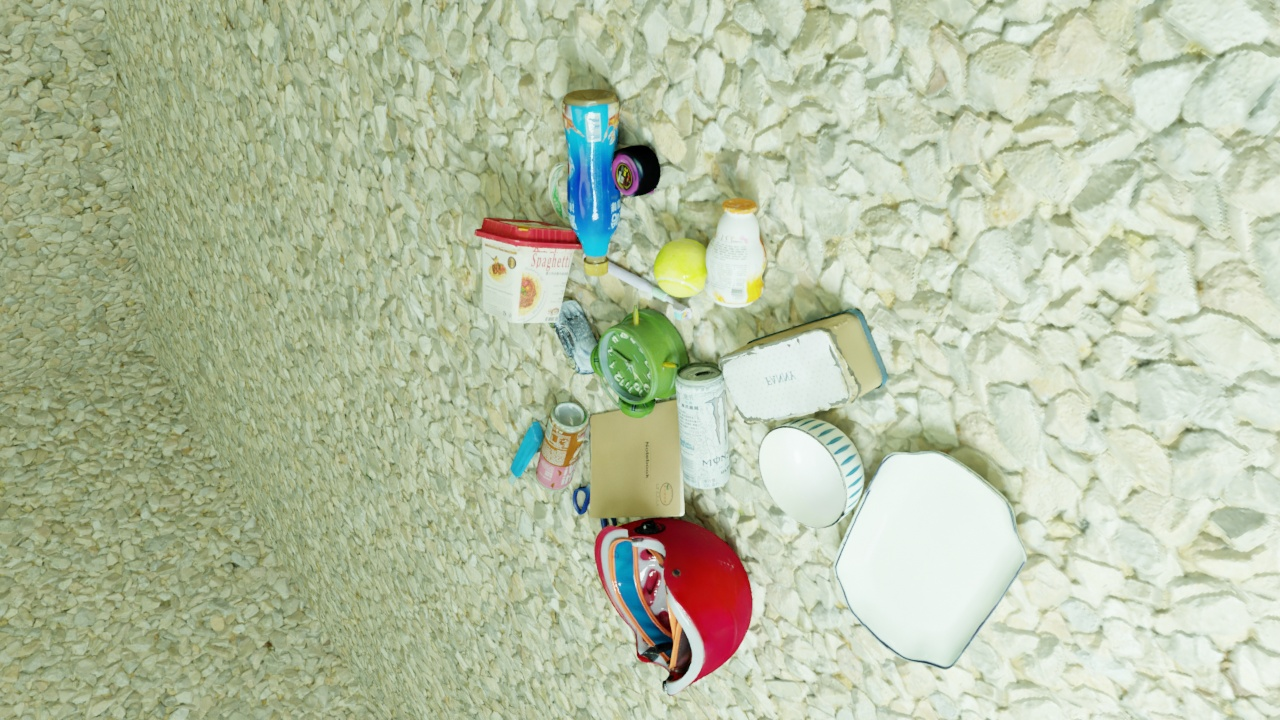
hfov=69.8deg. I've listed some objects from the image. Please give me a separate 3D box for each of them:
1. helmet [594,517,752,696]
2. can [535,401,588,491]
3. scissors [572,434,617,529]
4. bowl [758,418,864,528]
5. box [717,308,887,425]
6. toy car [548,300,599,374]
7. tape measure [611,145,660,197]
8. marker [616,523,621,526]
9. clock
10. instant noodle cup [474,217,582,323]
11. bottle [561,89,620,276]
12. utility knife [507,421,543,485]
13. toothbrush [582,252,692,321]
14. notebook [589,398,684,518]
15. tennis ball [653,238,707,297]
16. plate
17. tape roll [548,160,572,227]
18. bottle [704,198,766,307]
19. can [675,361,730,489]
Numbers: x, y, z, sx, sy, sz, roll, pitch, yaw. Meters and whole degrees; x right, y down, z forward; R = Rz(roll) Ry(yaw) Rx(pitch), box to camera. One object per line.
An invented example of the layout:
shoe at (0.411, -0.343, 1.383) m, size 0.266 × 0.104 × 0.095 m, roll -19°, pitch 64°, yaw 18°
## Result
helmet at (0.052, 0.291, 1.178) m, size 0.240 × 0.143 × 0.207 m, roll 35°, pitch 135°, yaw 54°
can at (-0.117, 0.128, 1.354) m, size 0.058 × 0.057 × 0.148 m, roll 44°, pitch 139°, yaw 26°
scissors at (-0.069, 0.189, 1.370) m, size 0.161 × 0.012 × 0.163 m, roll -15°, pitch 96°, yaw 52°
bowl at (0.189, 0.111, 0.967) m, size 0.116 × 0.066 × 0.117 m, roll 28°, pitch 130°, yaw 40°
box at (0.166, 0.009, 0.944) m, size 0.185 × 0.061 × 0.090 m, roll -16°, pitch 98°, yaw 51°
toy car at (-0.084, -0.031, 1.232) m, size 0.031 × 0.048 × 0.105 m, roll -29°, pitch 87°, yaw 58°
tape measure at (-0.004, -0.215, 1.039) m, size 0.058 × 0.039 × 0.057 m, roll 29°, pitch 131°, yaw 45°
marker at (-0.009, 0.300, 1.356) m, size 0.018 × 0.015 × 0.124 m, roll -22°, pitch 94°, yaw 51°
clock at (-0.007, 0.007, 1.154) m, size 0.116 × 0.056 × 0.162 m, roll 56°, pitch 143°, yaw 14°
instant noodle cup at (-0.149, -0.116, 1.190) m, size 0.117 × 0.116 × 0.124 m, roll 19°, pitch 107°, yaw 44°
bottle at (-0.055, -0.205, 1.086) m, size 0.065 × 0.065 × 0.219 m, roll 27°, pitch 130°, yaw 40°
utility knife at (-0.192, 0.159, 1.497) m, size 0.034 × 0.018 × 0.188 m, roll 63°, pitch 145°, yaw 23°
toothbrush at (-0.009, -0.095, 1.130) m, size 0.189 × 0.029 × 0.021 m, roll 34°, pitch 93°, yaw 37°
notebook at (-0.009, 0.134, 1.219) m, size 0.208 × 0.008 × 0.147 m, roll -14°, pitch 73°, yaw 53°
tennis ball at (0.047, -0.103, 1.017) m, size 0.065 × 0.065 × 0.066 m, roll 28°, pitch 130°, yaw 39°
plate at (0.288, 0.197, 0.921) m, size 0.162 × 0.034 × 0.266 m, roll 40°, pitch 137°, yaw 31°
tape roll at (-0.085, -0.210, 1.161) m, size 0.086 × 0.013 × 0.086 m, roll 27°, pitch 129°, yaw 39°
bottle at (0.099, -0.112, 0.951) m, size 0.063 × 0.063 × 0.108 m, roll 29°, pitch 131°, yaw 38°
can at (0.075, 0.078, 1.093) m, size 0.058 × 0.058 × 0.147 m, roll 20°, pitch 124°, yaw 44°
